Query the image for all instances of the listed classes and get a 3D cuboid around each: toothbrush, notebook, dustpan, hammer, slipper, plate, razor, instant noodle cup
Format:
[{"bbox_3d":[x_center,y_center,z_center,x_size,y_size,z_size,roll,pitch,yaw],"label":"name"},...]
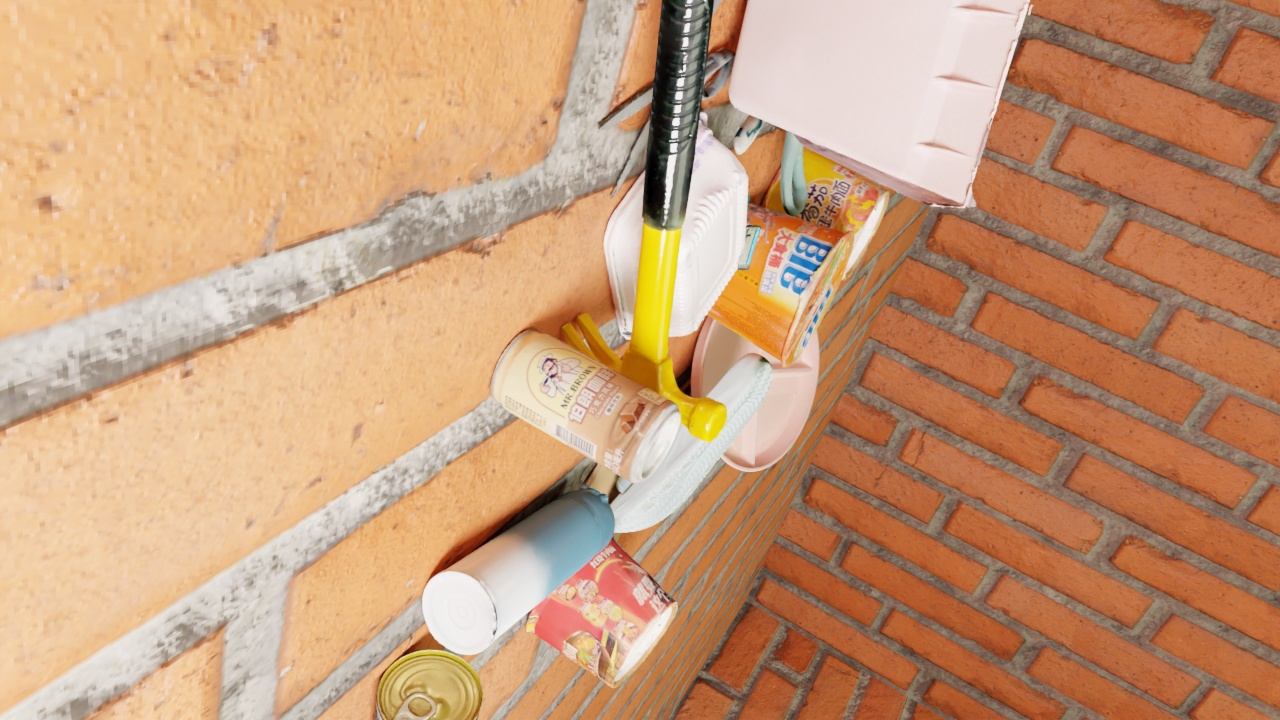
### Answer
[{"bbox_3d":[0.106,-0.212,0.756,0.191,0.018,0.016,-60,137,-49],"label":"toothbrush"},{"bbox_3d":[-0.022,0.134,0.987,0.149,0.012,0.211,-60,163,-12],"label":"notebook"},{"bbox_3d":[0.175,-0.242,0.631,0.138,0.273,0.223,-6,118,-45],"label":"dustpan"},{"bbox_3d":[0.014,-0.091,0.589,0.032,0.129,0.301,-35,140,-48],"label":"hammer"},{"bbox_3d":[0.038,0.082,0.939,0.246,0.074,0.104,-51,158,12],"label":"slipper"},{"bbox_3d":[0.134,0.013,1.061,0.228,0.028,0.229,-10,104,-46],"label":"plate"},{"bbox_3d":[0.092,-0.129,0.846,0.132,0.028,0.043,-79,179,-59],"label":"razor"},{"bbox_3d":[0.203,-0.159,1.023,0.137,0.110,0.138,-52,161,-26],"label":"instant noodle cup"},{"bbox_3d":[0.131,-0.082,0.923,0.151,0.111,0.152,-53,160,-29],"label":"instant noodle cup"},{"bbox_3d":[0.036,-0.092,0.725,0.137,0.060,0.174,-56,161,-20],"label":"instant noodle cup"},{"bbox_3d":[-0.034,0.261,0.957,0.137,0.108,0.138,-46,159,-24],"label":"instant noodle cup"}]

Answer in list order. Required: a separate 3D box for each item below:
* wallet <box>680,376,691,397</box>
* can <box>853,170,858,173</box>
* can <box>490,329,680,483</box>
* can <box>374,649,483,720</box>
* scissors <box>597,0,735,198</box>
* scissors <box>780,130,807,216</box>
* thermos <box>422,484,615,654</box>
[{"bbox_3d":[0.059,0.068,1.081,0.118,0.035,0.131,-42,152,-43],"label":"wallet"},{"bbox_3d":[0.236,-0.263,1.032,0.066,0.066,0.094,-56,162,-20],"label":"can"},{"bbox_3d":[-0.036,0.029,0.599,0.058,0.116,0.059,-52,160,-28],"label":"can"},{"bbox_3d":[-0.164,0.283,0.691,0.075,0.075,0.111,-40,153,-51],"label":"can"},{"bbox_3d":[0.024,-0.190,0.613,0.180,0.014,0.160,-40,152,-50],"label":"scissors"},{"bbox_3d":[0.168,-0.241,0.919,0.180,0.019,0.170,-58,151,-35],"label":"scissors"},{"bbox_3d":[-0.087,0.163,0.747,0.220,0.070,0.070,-22,137,-65],"label":"thermos"}]
